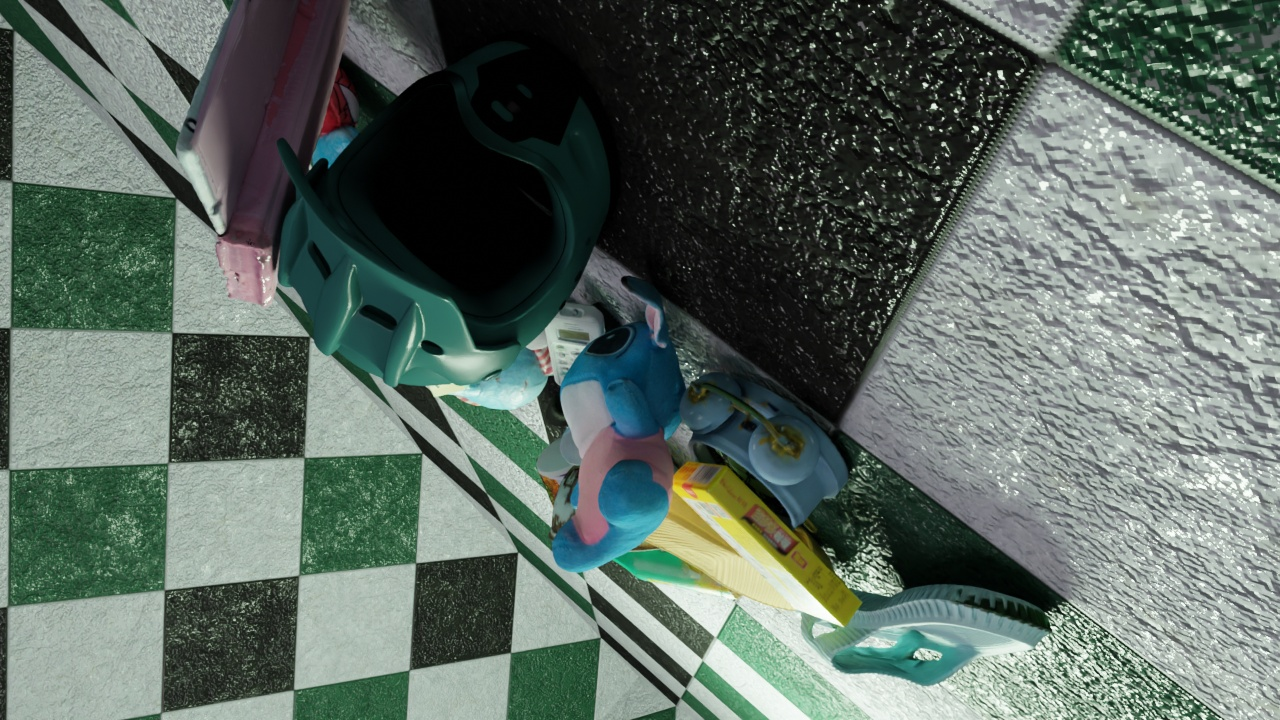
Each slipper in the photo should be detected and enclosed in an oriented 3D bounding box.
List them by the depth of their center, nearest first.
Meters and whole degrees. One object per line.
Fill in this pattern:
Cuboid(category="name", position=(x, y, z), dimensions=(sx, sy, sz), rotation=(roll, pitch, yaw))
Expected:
Cuboid(category="slipper", position=(0.203, 0.214, 0.704), dimensions=(0.116, 0.069, 0.277), rotation=(15, 161, -11))
Cuboid(category="slipper", position=(0.088, 0.153, 0.826), dimensions=(0.263, 0.078, 0.100), rotation=(30, 152, -23))

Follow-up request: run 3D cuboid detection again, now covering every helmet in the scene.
Cuboid(category="helmet", position=(-0.129, -0.079, 0.581), dimensions=(0.176, 0.200, 0.275), rotation=(44, 162, -1))

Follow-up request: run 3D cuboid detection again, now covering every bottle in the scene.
Cuboid(category="bottle", position=(0.016, 0.211, 1.019), dimensions=(0.210, 0.067, 0.068), rotation=(6, 145, 26))
Cuboid(category="bottle", position=(-0.096, 0.062, 1.092), dimensions=(0.033, 0.033, 0.123), rotation=(43, 162, 1))

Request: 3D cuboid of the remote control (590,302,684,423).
Cuboid(category="remote control", position=(-0.005, 0.005, 0.805), dimensions=(0.133, 0.013, 0.058), rotation=(47, 162, -10))

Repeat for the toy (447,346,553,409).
Cuboid(category="toy", position=(-0.176, -0.010, 0.956), dimensions=(0.180, 0.114, 0.184), rotation=(40, 140, -27))

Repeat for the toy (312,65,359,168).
Cuboid(category="toy", position=(-0.268, -0.204, 0.786), dimensions=(0.133, 0.062, 0.092), rotation=(68, 158, -3))

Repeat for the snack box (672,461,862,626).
Cuboid(category="snack box", position=(0.092, 0.136, 0.687), dimensions=(0.152, 0.025, 0.075), rotation=(45, 164, -11))

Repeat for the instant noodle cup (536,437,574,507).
Cuboid(category="instant noodle cup", position=(-0.070, 0.161, 1.121), dimensions=(0.122, 0.136, 0.122), rotation=(63, 170, -23))

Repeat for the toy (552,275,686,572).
Cuboid(category="toy", position=(-0.013, 0.049, 0.684), dimensions=(0.099, 0.191, 0.225), rotation=(13, 142, -10))

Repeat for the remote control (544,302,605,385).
Cuboid(category="remote control", position=(-0.053, -0.012, 0.793), dimensions=(0.050, 0.022, 0.133), rotation=(8, 152, 5))

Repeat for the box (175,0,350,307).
Cuboid(category="box", position=(-0.219, -0.169, 0.564), dimensions=(0.040, 0.232, 0.179), rotation=(11, 157, -11))

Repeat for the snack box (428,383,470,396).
Cuboid(category="snack box", position=(-0.201, -0.081, 0.834), dimensions=(0.142, 0.044, 0.193), rotation=(94, 160, -68))

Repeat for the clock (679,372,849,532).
Cuboid(category="clock", position=(0.086, 0.061, 0.666), dimensions=(0.118, 0.060, 0.162), rotation=(30, 160, 37))

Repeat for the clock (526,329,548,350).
Cuboid(category="clock", position=(-0.116, -0.069, 0.813), dimensions=(0.120, 0.061, 0.159), rotation=(35, 164, 33))

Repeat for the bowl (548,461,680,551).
Cuboid(category="bowl", position=(-0.017, 0.133, 0.952), dimensions=(0.160, 0.159, 0.094), rotation=(3, 96, 63))
